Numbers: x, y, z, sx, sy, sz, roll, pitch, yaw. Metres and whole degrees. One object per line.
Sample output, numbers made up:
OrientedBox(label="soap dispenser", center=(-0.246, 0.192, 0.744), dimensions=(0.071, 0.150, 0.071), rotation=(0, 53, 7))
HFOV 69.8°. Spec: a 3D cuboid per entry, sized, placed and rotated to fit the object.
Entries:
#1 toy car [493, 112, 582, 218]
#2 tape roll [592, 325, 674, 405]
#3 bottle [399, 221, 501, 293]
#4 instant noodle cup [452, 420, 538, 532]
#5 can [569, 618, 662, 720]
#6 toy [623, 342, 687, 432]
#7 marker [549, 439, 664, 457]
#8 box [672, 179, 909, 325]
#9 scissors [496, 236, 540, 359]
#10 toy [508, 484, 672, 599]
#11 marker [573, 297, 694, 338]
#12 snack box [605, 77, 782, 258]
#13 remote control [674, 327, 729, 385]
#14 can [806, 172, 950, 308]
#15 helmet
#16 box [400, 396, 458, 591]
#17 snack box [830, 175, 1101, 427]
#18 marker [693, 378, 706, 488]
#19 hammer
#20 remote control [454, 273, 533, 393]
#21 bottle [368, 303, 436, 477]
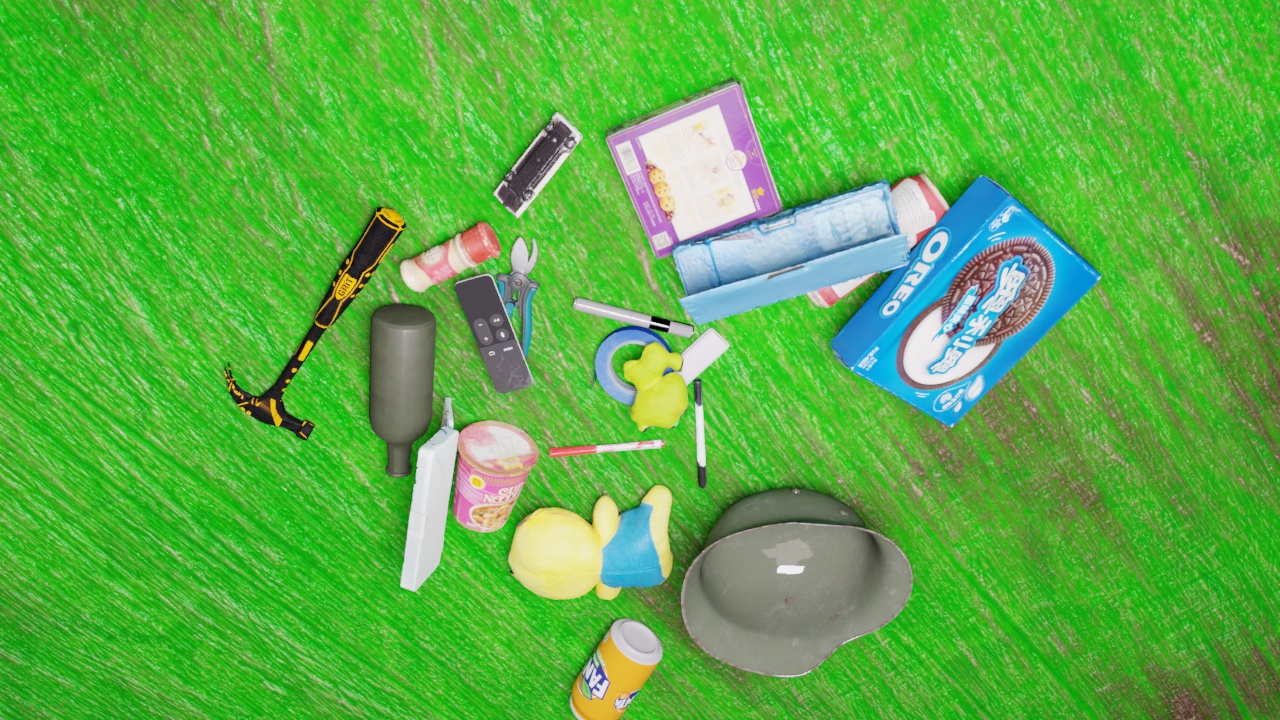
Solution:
OrientedBox(label="toy car", center=(-0.105, -0.204, 0.963), dimensions=(0.039, 0.039, 0.113), rotation=(45, 108, 8))
OrientedBox(label="tape roll", center=(-0.006, 0.006, 1.068), dimensions=(0.093, 0.016, 0.091), rotation=(14, 110, 1))
OrientedBox(label="bottle", center=(-0.208, -0.112, 1.004), dimensions=(0.109, 0.044, 0.044), rotation=(-24, 114, 11))
OrientedBox(label="instant noodle cup", center=(-0.182, 0.145, 1.103), dimensions=(0.097, 0.097, 0.109), rotation=(15, 121, -8))
OrientedBox(label="can", center=(-0.035, 0.424, 1.241), dimensions=(0.079, 0.079, 0.143), rotation=(25, 113, -12))
OrientedBox(label="toy", center=(0.018, 0.032, 1.046), dimensions=(0.094, 0.036, 0.093), rotation=(-41, 94, 14))
OrientedBox(label="marker", center=(-0.041, 0.108, 1.127), dimensions=(0.142, 0.012, 0.013), rotation=(-5, 115, 2))
OrientedBox(label="box", center=(0.149, -0.100, 0.920), dimensions=(0.232, 0.102, 0.094), rotation=(-15, 103, 12))
OrientedBox(label="scissors", center=(-0.145, -0.063, 1.041), dimensions=(0.153, 0.019, 0.128), rotation=(-31, 113, 14))
OrientedBox(label="toy", center=(-0.063, 0.240, 1.152), dimensions=(0.214, 0.084, 0.149), rotation=(-4, 114, -2))
OrientedBox(label="marker", center=(-0.008, -0.049, 1.050), dimensions=(0.140, 0.016, 0.016), rotation=(14, 114, -7))
OrientedBox(label="snack box", center=(0.057, -0.200, 0.965), dimensions=(0.148, 0.040, 0.143), rotation=(-20, 114, 8))
OrientedBox(label="remote control", center=(0.048, 0.015, 1.083), dimensions=(0.033, 0.012, 0.131), rotation=(41, 109, -18))
OrientedBox(label="can", center=(0.246, -0.128, 0.988), dimensions=(0.170, 0.067, 0.067), rotation=(-36, 111, 15))
OrientedBox(label="helmet", center=(0.186, 0.244, 1.116), dimensions=(0.268, 0.153, 0.227), rotation=(0, 117, 4))
OrientedBox(label="box", center=(-0.243, 0.157, 1.079), dimensions=(0.049, 0.136, 0.197), rotation=(12, 115, -6))
OrientedBox(label="snack box", center=(0.353, -0.054, 0.998), dimensions=(0.195, 0.056, 0.239), rotation=(26, 113, -34))
OrientedBox(label="marker", center=(0.073, 0.091, 1.121), dimensions=(0.011, 0.011, 0.152), rotation=(-4, 115, 1))
OrientedBox(label="hammer", center=(-0.363, -0.046, 1.040), dimensions=(0.123, 0.036, 0.321), rotation=(34, 113, -15))
OrientedBox(label="remote control", center=(-0.165, -0.028, 1.041), dimensions=(0.045, 0.008, 0.147), rotation=(-14, 117, 7))
OrientedBox(label="bottle", center=(-0.276, 0.041, 1.059), dimensions=(0.071, 0.071, 0.207), rotation=(7, 115, -4))
